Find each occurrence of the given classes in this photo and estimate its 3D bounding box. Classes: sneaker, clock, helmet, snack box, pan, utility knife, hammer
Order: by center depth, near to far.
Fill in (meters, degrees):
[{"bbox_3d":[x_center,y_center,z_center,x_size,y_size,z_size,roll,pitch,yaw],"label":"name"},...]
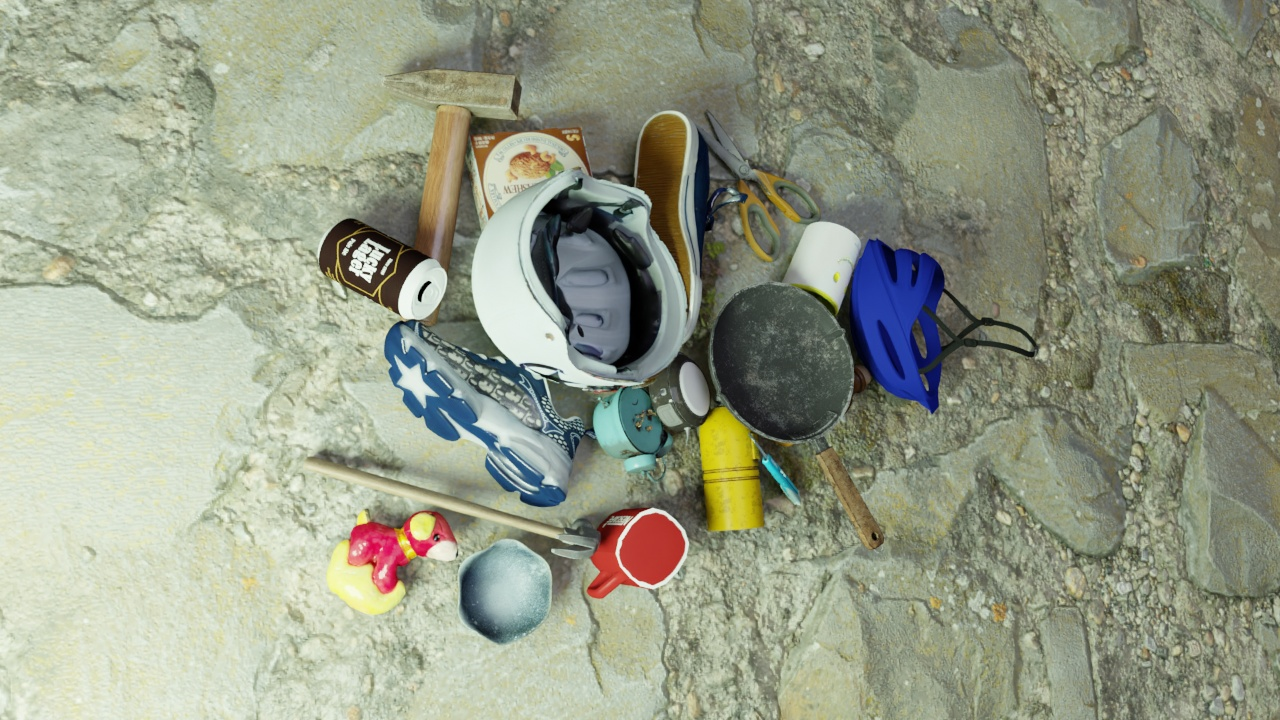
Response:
[{"bbox_3d":[-0.200,0.154,1.002,0.331,0.119,0.030,19,89,-9],"label":"hammer"},{"bbox_3d":[-0.076,-0.075,1.027,0.263,0.164,0.236,18,67,-48],"label":"helmet"},{"bbox_3d":[-0.162,0.037,1.041,0.269,0.103,0.132,43,54,-10],"label":"sneaker"},{"bbox_3d":[-0.237,-0.186,1.053,0.158,0.037,0.300,7,85,8],"label":"hammer"},{"bbox_3d":[-0.006,0.088,1.089,0.124,0.053,0.089,64,33,-8],"label":"clock"},{"bbox_3d":[0.052,0.036,1.110,0.091,0.044,0.122,57,35,-23],"label":"clock"},{"bbox_3d":[-0.128,-0.204,1.114,0.143,0.041,0.147,-10,84,-23],"label":"snack box"},{"bbox_3d":[0.202,0.073,1.117,0.207,0.040,0.357,-24,87,-28],"label":"pan"},{"bbox_3d":[0.165,0.135,1.139,0.158,0.015,0.022,50,29,-42],"label":"utility knife"},{"bbox_3d":[0.056,-0.157,1.163,0.127,0.121,0.294,16,75,-60],"label":"sneaker"},{"bbox_3d":[0.388,-0.052,1.195,0.147,0.228,0.241,-26,106,-56],"label":"helmet"}]

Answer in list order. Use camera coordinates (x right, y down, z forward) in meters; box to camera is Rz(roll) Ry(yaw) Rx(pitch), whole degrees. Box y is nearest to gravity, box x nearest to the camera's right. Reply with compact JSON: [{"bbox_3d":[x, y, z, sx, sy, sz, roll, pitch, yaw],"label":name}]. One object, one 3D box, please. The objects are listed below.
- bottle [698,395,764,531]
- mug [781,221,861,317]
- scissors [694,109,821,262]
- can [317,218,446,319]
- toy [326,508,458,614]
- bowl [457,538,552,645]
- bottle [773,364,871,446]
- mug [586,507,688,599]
[{"bbox_3d":[0.111,0.125,1.133,0.071,0.071,0.163,-1,81,-22],"label":"bottle"},{"bbox_3d":[0.239,-0.119,1.220,0.082,0.083,0.106,30,70,-14],"label":"mug"},{"bbox_3d":[0.159,-0.248,1.248,0.165,0.016,0.225,-26,90,-24],"label":"scissors"},{"bbox_3d":[-0.281,-0.099,0.996,0.128,0.072,0.071,27,69,15],"label":"can"},{"bbox_3d":[-0.270,0.205,0.981,0.137,0.067,0.105,-31,90,-11],"label":"toy"},{"bbox_3d":[-0.154,0.254,1.014,0.110,0.055,0.110,4,79,-20],"label":"bowl"},{"bbox_3d":[0.234,0.050,1.196,0.156,0.068,0.068,-26,91,-23],"label":"bottle"},{"bbox_3d":[-0.013,0.226,1.051,0.080,0.097,0.116,45,68,-9],"label":"mug"}]
